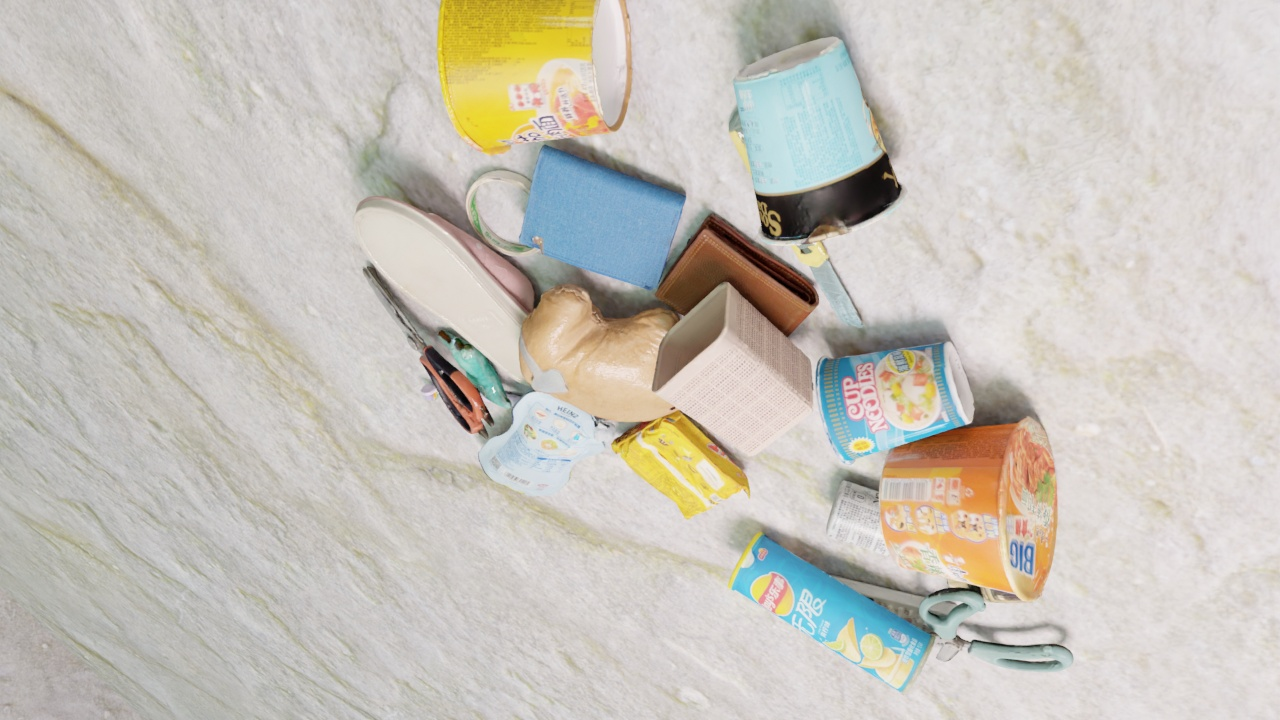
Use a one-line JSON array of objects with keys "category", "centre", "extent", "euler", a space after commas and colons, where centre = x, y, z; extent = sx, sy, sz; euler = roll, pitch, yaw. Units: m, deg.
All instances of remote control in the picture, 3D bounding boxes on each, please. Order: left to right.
[{"category": "remote control", "centre": [0.270, 0.275, 1.011], "extent": [0.150, 0.021, 0.058], "euler": [9, 132, 19]}]

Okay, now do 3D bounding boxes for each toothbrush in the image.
[{"category": "toothbrush", "centre": [-0.162, 0.046, 1.033], "extent": [0.189, 0.029, 0.021], "euler": [6, 93, 21]}]

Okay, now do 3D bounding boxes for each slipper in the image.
[{"category": "slipper", "centre": [-0.165, -0.069, 0.907], "extent": [0.114, 0.054, 0.274], "euler": [-16, 131, 40]}]

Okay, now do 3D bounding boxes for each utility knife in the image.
[{"category": "utility knife", "centre": [0.129, -0.112, 0.752], "extent": [0.031, 0.022, 0.219], "euler": [-12, 126, 41]}]

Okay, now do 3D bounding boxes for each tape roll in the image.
[{"category": "tape roll", "centre": [-0.122, -0.136, 0.857], "extent": [0.086, 0.013, 0.086], "euler": [14, 133, 16]}]

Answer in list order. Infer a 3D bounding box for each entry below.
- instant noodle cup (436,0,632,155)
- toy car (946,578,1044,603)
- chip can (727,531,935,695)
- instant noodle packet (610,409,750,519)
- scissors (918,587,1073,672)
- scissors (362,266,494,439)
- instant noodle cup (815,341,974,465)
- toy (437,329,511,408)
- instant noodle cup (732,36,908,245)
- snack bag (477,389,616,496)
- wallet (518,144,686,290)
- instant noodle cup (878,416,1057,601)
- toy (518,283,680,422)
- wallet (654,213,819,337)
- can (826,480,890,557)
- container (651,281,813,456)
[{"category": "instant noodle cup", "centre": [-0.070, -0.223, 0.677], "extent": [0.110, 0.137, 0.138], "euler": [4, 130, 13]}, {"category": "toy car", "centre": [0.350, 0.220, 0.912], "extent": [0.091, 0.035, 0.042], "euler": [-8, 123, 35]}, {"category": "chip can", "centre": [0.200, 0.266, 0.975], "extent": [0.210, 0.071, 0.071], "euler": [29, 137, 18]}, {"category": "instant noodle packet", "centre": [0.045, 0.110, 0.965], "extent": [0.128, 0.044, 0.111], "euler": [44, 139, -10]}, {"category": "scissors", "centre": [0.345, 0.276, 0.939], "extent": [0.171, 0.019, 0.180], "euler": [-2, 139, 32]}, {"category": "scissors", "centre": [-0.227, -0.011, 0.985], "extent": [0.193, 0.015, 0.207], "euler": [27, 144, 38]}, {"category": "instant noodle cup", "centre": [0.218, 0.030, 0.779], "extent": [0.110, 0.099, 0.099], "euler": [-17, 119, 28]}, {"category": "toy", "centre": [-0.181, 0.004, 0.993], "extent": [0.096, 0.030, 0.092], "euler": [34, 157, 33]}, {"category": "instant noodle cup", "centre": [0.121, -0.159, 0.654], "extent": [0.111, 0.111, 0.120], "euler": [-6, 118, 31]}, {"category": "snack bag", "centre": [-0.107, 0.093, 1.023], "extent": [0.110, 0.038, 0.192], "euler": [33, 139, -9]}, {"category": "wallet", "centre": [-0.035, -0.122, 0.805], "extent": [0.133, 0.040, 0.107], "euler": [21, 131, 2]}, {"category": "instant noodle cup", "centre": [0.282, 0.124, 0.792], "extent": [0.112, 0.151, 0.151], "euler": [-3, 127, 39]}, {"category": "toy", "centre": [-0.005, 0.005, 0.872], "extent": [0.226, 0.082, 0.144], "euler": [15, 140, -6]}, {"category": "wallet", "centre": [0.084, -0.058, 0.810], "extent": [0.124, 0.032, 0.101], "euler": [34, 138, -3]}, {"category": "can", "centre": [0.259, 0.167, 0.895], "extent": [0.147, 0.058, 0.058], "euler": [17, 134, 13]}, {"category": "container", "centre": [0.083, 0.011, 0.780], "extent": [0.111, 0.090, 0.090], "euler": [37, 122, -17]}]
